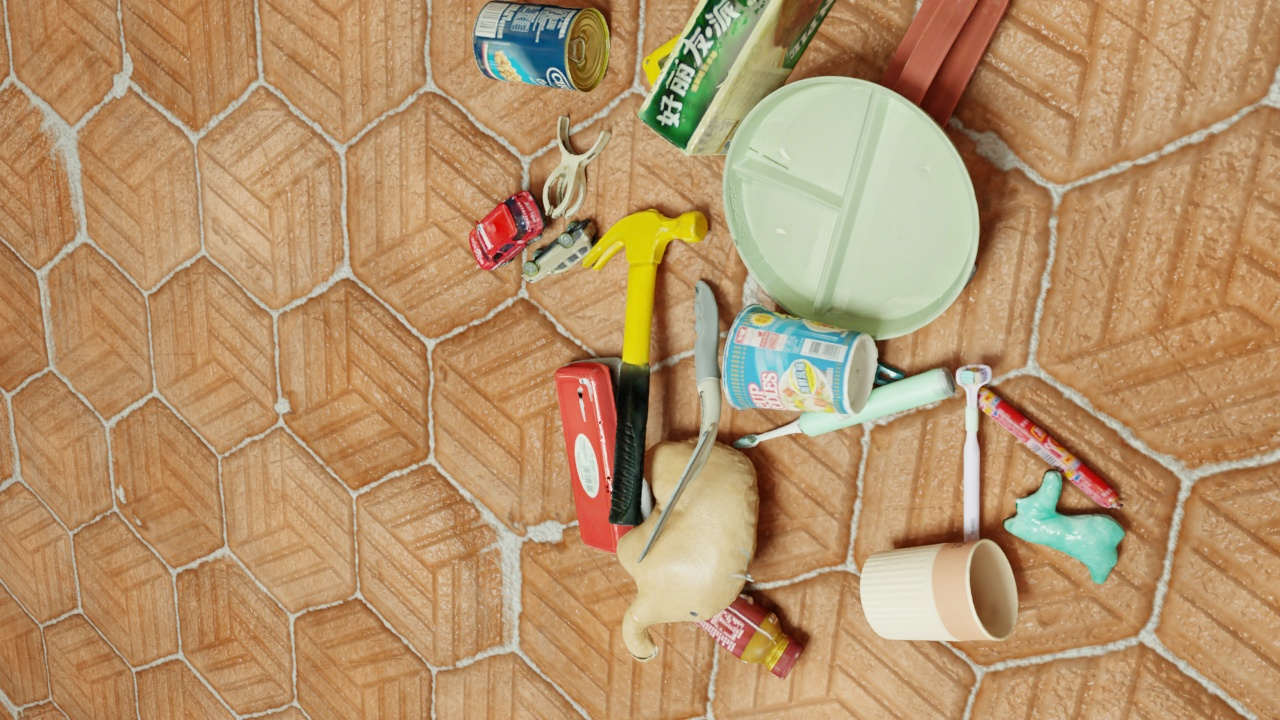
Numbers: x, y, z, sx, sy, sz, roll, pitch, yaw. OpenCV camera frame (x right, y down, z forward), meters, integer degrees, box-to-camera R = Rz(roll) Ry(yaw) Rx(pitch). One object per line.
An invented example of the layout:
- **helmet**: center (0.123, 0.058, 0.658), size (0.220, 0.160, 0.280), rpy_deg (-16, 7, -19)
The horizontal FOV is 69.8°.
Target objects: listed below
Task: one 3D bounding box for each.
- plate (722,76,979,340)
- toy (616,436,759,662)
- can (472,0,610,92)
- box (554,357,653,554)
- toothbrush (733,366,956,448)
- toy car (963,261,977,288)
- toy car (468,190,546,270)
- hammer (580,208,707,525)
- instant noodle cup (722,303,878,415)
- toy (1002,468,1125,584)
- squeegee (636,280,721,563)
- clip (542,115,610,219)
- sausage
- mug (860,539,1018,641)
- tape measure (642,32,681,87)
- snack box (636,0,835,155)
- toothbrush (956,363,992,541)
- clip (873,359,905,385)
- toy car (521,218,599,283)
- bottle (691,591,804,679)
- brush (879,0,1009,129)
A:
- **plate**: center (0.170, -0.123, 0.762), size (0.230, 0.027, 0.231), rpy_deg (25, 134, 28)
- **toy**: center (0.043, 0.185, 0.881), size (0.144, 0.082, 0.226), rpy_deg (9, 81, 39)
- **can**: center (-0.096, -0.300, 0.872), size (0.111, 0.075, 0.075), rpy_deg (16, 109, 25)
- **box**: center (-0.036, 0.097, 0.966), size (0.091, 0.067, 0.201), rpy_deg (0, 103, 49)
- **toothbrush**: center (0.178, 0.049, 0.834), size (0.225, 0.027, 0.026), rpy_deg (-22, 78, 39)
- **toy car**: center (0.237, -0.100, 0.769), size (0.049, 0.031, 0.105), rpy_deg (-39, 84, 32)
- **toy car**: center (-0.143, -0.132, 0.945), size (0.121, 0.045, 0.053), rpy_deg (-29, 84, 52)
- **hammer**: center (-0.005, 0.005, 0.877), size (0.129, 0.032, 0.300), rpy_deg (1, 85, 35)
- **instant noodle cup**: center (0.142, 0.004, 0.801), size (0.110, 0.099, 0.099), rpy_deg (10, 107, 33)
- **toy**: center (0.353, 0.137, 0.765), size (0.092, 0.030, 0.097), rpy_deg (15, 122, 23)
- **squeegee**: center (0.054, 0.027, 0.819), size (0.039, 0.246, 0.247), rpy_deg (13, 145, -5)
- **clip**: center (-0.072, -0.190, 0.913), size (0.064, 0.034, 0.098), rpy_deg (23, 108, 22)
- **sausage**: center (0.335, 0.070, 0.765), size (0.156, 0.020, 0.020), rpy_deg (41, 118, 13)
- **mug**: center (0.267, 0.209, 0.802), size (0.106, 0.081, 0.114), rpy_deg (-18, 133, 44)
- **tape measure**: center (0.034, -0.265, 0.838), size (0.060, 0.028, 0.057), rpy_deg (-24, 91, 31)
- **snack box**: center (0.100, -0.283, 0.748), size (0.063, 0.114, 0.241), rpy_deg (40, 118, 15)
- **toothbrush**: center (0.285, 0.093, 0.787), size (0.029, 0.021, 0.189), rpy_deg (-4, 110, 9)
- **clip**: center (0.209, 0.009, 0.822), size (0.056, 0.014, 0.041), rpy_deg (23, 113, 21)
- **toy car**: center (-0.083, -0.108, 0.933), size (0.091, 0.042, 0.035), rpy_deg (-31, 106, 25)
- **bottle**: center (0.082, 0.253, 0.927), size (0.175, 0.057, 0.058), rpy_deg (33, 116, 17)
- **brush**: center (0.236, -0.247, 0.710), size (0.063, 0.069, 0.146), rpy_deg (32, 116, 17)
